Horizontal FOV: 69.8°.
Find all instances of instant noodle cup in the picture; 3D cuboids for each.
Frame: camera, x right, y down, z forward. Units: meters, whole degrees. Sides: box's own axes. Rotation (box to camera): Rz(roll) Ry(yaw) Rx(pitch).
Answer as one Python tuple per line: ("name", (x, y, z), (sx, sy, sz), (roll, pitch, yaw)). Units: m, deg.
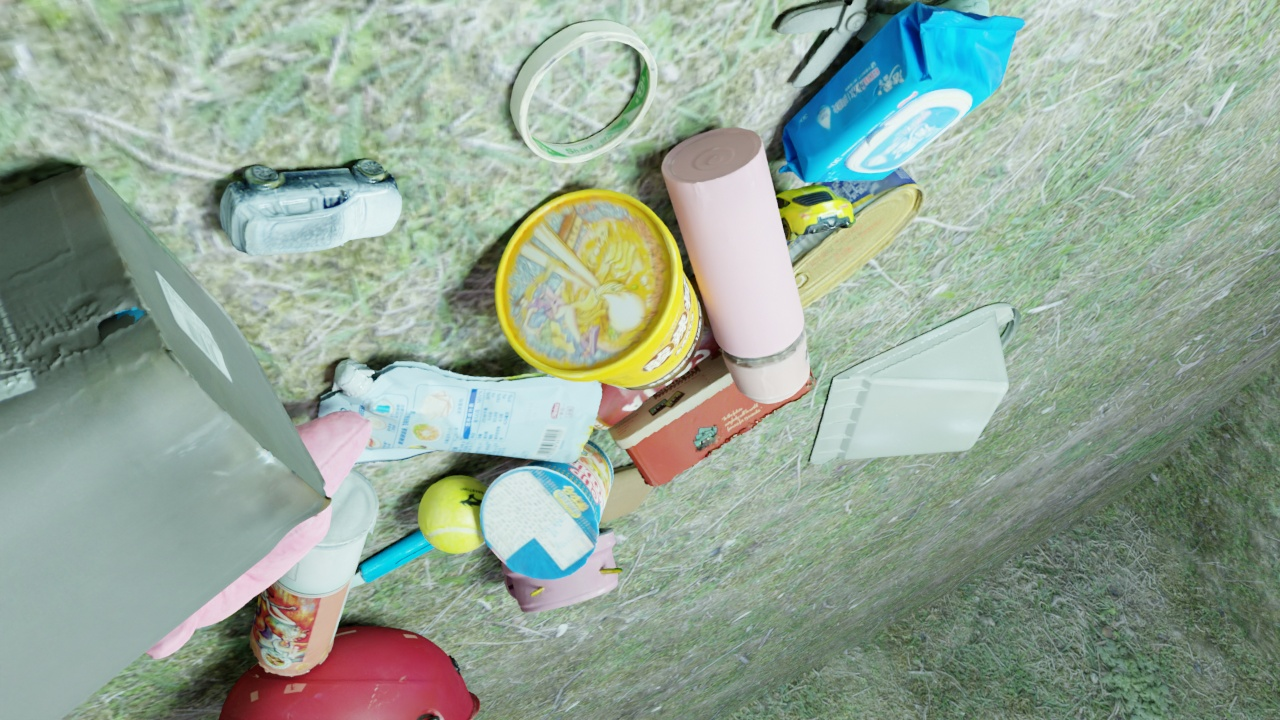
("instant noodle cup", (-0.018, -0.035, 0.601), (0.118, 0.118, 0.114), (-36, 158, 8))
("instant noodle cup", (-0.070, 0.113, 0.770), (0.099, 0.099, 0.109), (-45, -177, 21))

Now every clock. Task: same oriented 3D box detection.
("clock", (-0.082, 0.213, 0.940), (0.117, 0.060, 0.159), (-14, 176, -15))

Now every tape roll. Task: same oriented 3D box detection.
("tape roll", (-0.031, -0.148, 0.512), (0.085, 0.014, 0.086), (-24, 150, -15))

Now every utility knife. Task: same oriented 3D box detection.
("utility knife", (-0.204, 0.168, 0.827), (0.179, 0.018, 0.034), (-29, 152, -3))

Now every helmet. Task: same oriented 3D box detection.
("helmet", (-0.274, 0.316, 0.843), (0.207, 0.144, 0.239), (-8, -167, 42))

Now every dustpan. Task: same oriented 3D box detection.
("dustpan", (0.346, 0.019, 1.135), (0.258, 0.142, 0.223), (0, 148, 2))

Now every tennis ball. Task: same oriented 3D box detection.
("tennis ball", (-0.152, 0.128, 0.765), (0.065, 0.065, 0.066), (-24, 150, -15))

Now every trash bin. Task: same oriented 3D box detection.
("trash bin", (-0.285, 0.050, 0.403), (0.219, 0.199, 0.199), (-34, 152, -10))

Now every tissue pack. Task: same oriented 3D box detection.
("tissue pack", (0.168, -0.169, 0.601), (0.094, 0.052, 0.158), (-9, 160, -36))

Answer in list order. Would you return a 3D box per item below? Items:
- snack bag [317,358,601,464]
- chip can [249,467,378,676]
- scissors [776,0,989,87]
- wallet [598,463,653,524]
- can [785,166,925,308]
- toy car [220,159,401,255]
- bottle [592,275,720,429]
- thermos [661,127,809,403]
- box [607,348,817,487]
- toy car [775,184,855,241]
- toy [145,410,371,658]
("snack bag", (-0.129, 0.041, 0.651), (0.190, 0.038, 0.111), (4, 145, -21))
("chip can", (-0.260, 0.170, 0.720), (0.071, 0.071, 0.215), (-10, 144, -35))
("scissors", (0.164, -0.239, 0.555), (0.170, 0.019, 0.180), (-14, 149, -23))
("wallet", (-0.041, 0.141, 0.927), (0.115, 0.033, 0.090), (-12, 148, -34))
("can", (0.149, -0.100, 0.721), (0.148, 0.049, 0.074), (-40, 150, 14))
("toy car", (-0.167, -0.077, 0.472), (0.090, 0.034, 0.043), (-13, 142, -33))
("bottle", (-0.004, 0.004, 0.725), (0.175, 0.057, 0.057), (-37, 151, 8))
("thermos", (0.073, -0.063, 0.635), (0.067, 0.087, 0.199), (-8, 132, 18))
("box", (0.057, 0.030, 0.773), (0.168, 0.091, 0.077), (-32, 120, 1))
("toy car", (0.111, -0.106, 0.648), (0.048, 0.105, 0.032), (-14, 104, -11))
("toy", (-0.229, 0.092, 0.537), (0.179, 0.074, 0.194), (-13, -152, 35))
